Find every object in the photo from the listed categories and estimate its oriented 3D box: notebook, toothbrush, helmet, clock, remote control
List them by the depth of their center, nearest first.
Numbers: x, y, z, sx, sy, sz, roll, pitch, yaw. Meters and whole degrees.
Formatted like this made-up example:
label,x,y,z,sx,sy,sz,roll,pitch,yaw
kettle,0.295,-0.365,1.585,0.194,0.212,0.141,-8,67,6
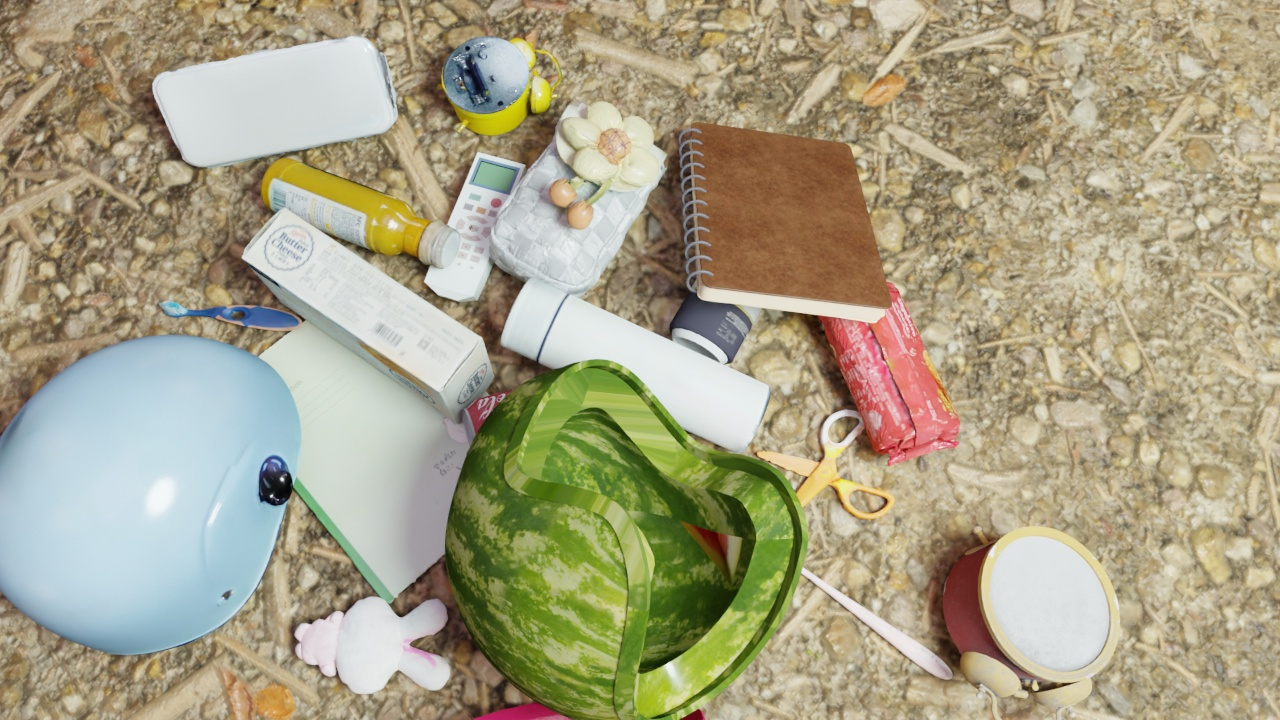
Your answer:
label,x,y,z,sx,sy,sz,roll,pitch,yaw
helmet,-0.031,0.137,0.679,0.247,0.212,0.244,38,121,38
helmet,-0.396,0.090,0.726,0.225,0.167,0.265,10,67,11
clock,0.303,0.215,0.732,0.117,0.081,0.158,13,65,-8
toothbrush,0.184,0.210,0.768,0.181,0.018,0.015,35,77,8
notebook,0.118,-0.128,0.805,0.167,0.024,0.225,6,48,-7
notebook,-0.229,0.059,0.813,0.181,0.010,0.252,-40,78,-11
toothbrush,-0.373,-0.042,0.832,0.135,0.017,0.021,6,71,7
remote control,-0.152,-0.121,0.857,0.049,0.024,0.143,17,75,9
clock,-0.133,-0.267,0.882,0.118,0.057,0.083,-23,75,-6

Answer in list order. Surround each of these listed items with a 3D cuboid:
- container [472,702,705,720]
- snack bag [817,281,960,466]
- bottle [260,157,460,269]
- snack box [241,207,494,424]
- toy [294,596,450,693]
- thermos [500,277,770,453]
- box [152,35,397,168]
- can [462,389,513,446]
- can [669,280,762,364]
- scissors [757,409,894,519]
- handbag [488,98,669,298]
label,x,y,z,sx,sy,sz,roll,pitch,yaw
container,-0.038,0.374,0.649,0.183,0.183,0.225,-4,82,-2
snack bag,0.211,0.002,0.795,0.082,0.082,0.176,-20,75,-6
bottle,-0.253,-0.132,0.834,0.186,0.053,0.053,21,75,13
snack box,-0.226,-0.035,0.780,0.208,0.104,0.057,33,74,9
toy,-0.218,0.232,0.750,0.125,0.037,0.076,-2,80,1
thermos,-0.005,0.005,0.788,0.230,0.068,0.067,24,75,0
box,-0.343,-0.253,0.893,0.216,0.109,0.108,-9,117,-1
can,-0.099,0.050,0.784,0.096,0.054,0.054,-14,74,-19
can,0.080,-0.061,0.820,0.064,0.064,0.127,28,76,7
scissors,0.164,0.093,0.804,0.125,0.011,0.128,17,73,3
handbag,-0.055,-0.143,0.814,0.112,0.123,0.171,32,77,-7
